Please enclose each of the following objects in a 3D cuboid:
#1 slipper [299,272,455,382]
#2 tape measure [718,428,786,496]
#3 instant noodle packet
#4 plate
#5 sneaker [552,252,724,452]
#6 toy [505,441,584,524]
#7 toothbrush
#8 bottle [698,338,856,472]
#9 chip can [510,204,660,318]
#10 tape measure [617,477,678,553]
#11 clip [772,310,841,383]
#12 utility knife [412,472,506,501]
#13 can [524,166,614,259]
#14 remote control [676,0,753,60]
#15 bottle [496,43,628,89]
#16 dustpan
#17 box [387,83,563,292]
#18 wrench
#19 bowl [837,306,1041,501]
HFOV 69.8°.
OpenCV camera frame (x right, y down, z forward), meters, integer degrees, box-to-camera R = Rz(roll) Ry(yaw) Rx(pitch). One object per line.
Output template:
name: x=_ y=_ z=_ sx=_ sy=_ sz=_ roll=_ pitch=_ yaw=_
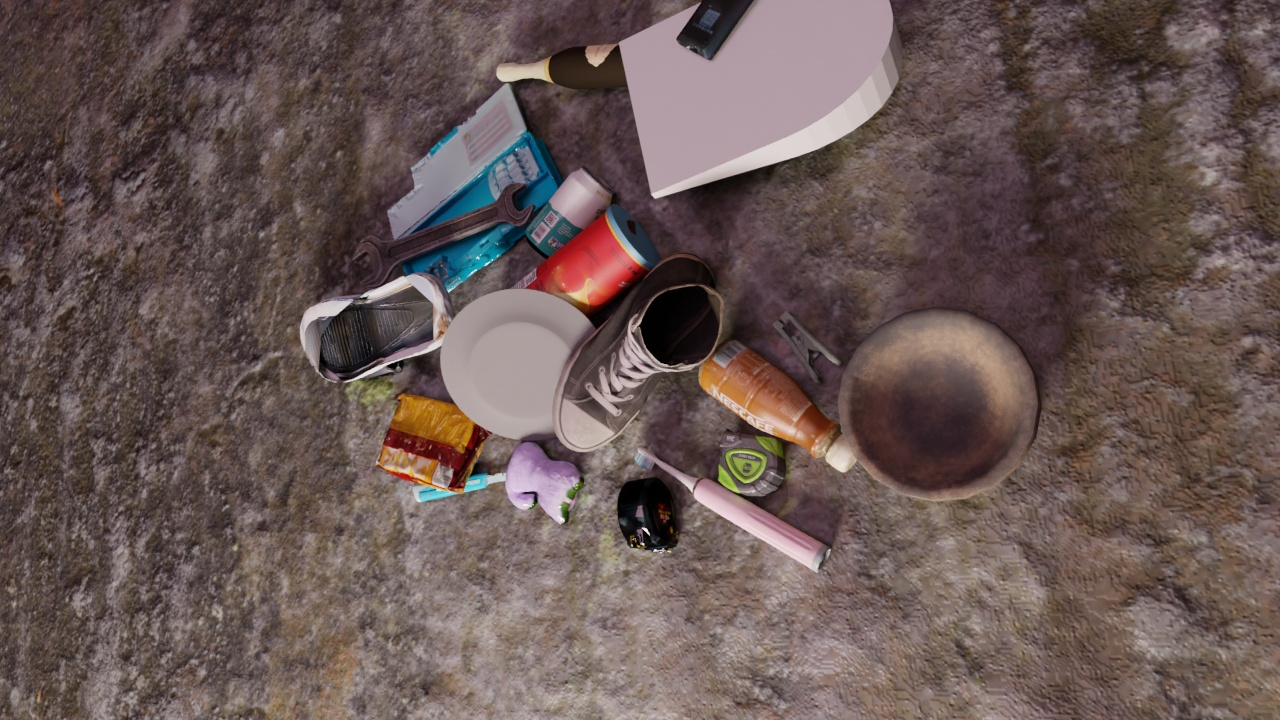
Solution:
slipper: x=-0.313 y=-0.038 z=1.108 sx=0.265 sy=0.063 sz=0.111 roll=-16 pitch=88 yaw=36
tape measure: x=0.108 y=0.101 z=0.882 sx=0.066 sy=0.036 sz=0.058 roll=10 pitch=79 yaw=33
instant noodle packet: x=-0.240 y=0.096 z=1.063 sx=0.136 sy=0.039 sz=0.098 roll=11 pitch=78 yaw=29
plate: x=-0.123 y=0.009 z=0.966 sx=0.178 sy=0.012 sz=0.179 roll=1 pitch=116 yaw=2
sneaker: x=-0.005 y=0.005 z=0.896 sx=0.095 sy=0.119 sz=0.235 roll=41 pitch=101 yaw=-13
toy: x=-0.106 y=0.136 z=0.993 sx=0.100 sy=0.036 sz=0.080 roll=30 pitch=108 yaw=32
toothbrush: x=0.083 y=0.139 z=0.895 sx=0.223 sy=0.027 sz=0.026 roll=27 pitch=94 yaw=29
bottle: x=0.132 y=0.044 z=0.861 sx=0.167 sy=0.059 sz=0.059 roll=37 pitch=101 yaw=26
chip can: x=-0.086 y=-0.070 z=0.981 sx=0.214 sy=0.087 sz=0.087 roll=-36 pitch=68 yaw=19
tape measure: x=0.006 y=0.153 z=0.910 sx=0.042 sy=0.071 sz=0.072 roll=-11 pitch=72 yaw=30
clip: x=0.158 y=-0.015 z=0.877 sx=0.037 sy=0.023 sz=0.075 roll=-45 pitch=63 yaw=17
utility knife: x=-0.204 y=0.141 z=1.057 sx=0.141 sy=0.015 sz=0.022 roll=-15 pitch=79 yaw=23
can: x=-0.078 y=-0.159 z=1.005 sx=0.102 sy=0.055 sz=0.055 roll=-49 pitch=64 yaw=14
remote control: x=0.092 y=-0.364 z=0.885 sx=0.047 sy=0.022 sz=0.150 roll=37 pitch=95 yaw=27
bottle: x=-0.085 y=-0.330 z=1.037 sx=0.185 sy=0.045 sz=0.045 roll=7 pitch=86 yaw=29
dustpan: x=0.120 y=-0.277 z=0.892 sx=0.258 sy=0.053 sz=0.191 roll=-20 pitch=65 yaw=19
box: x=-0.208 y=-0.200 z=1.091 sx=0.227 sy=0.039 sz=0.181 roll=-34 pitch=68 yaw=21
wrench: x=-0.236 y=-0.146 z=1.074 sx=0.274 sy=0.010 sz=0.070 roll=-15 pitch=74 yaw=27
bowl: x=0.258 y=0.039 z=0.787 sx=0.162 sy=0.070 sz=0.162 roll=-4 pitch=81 yaw=28
